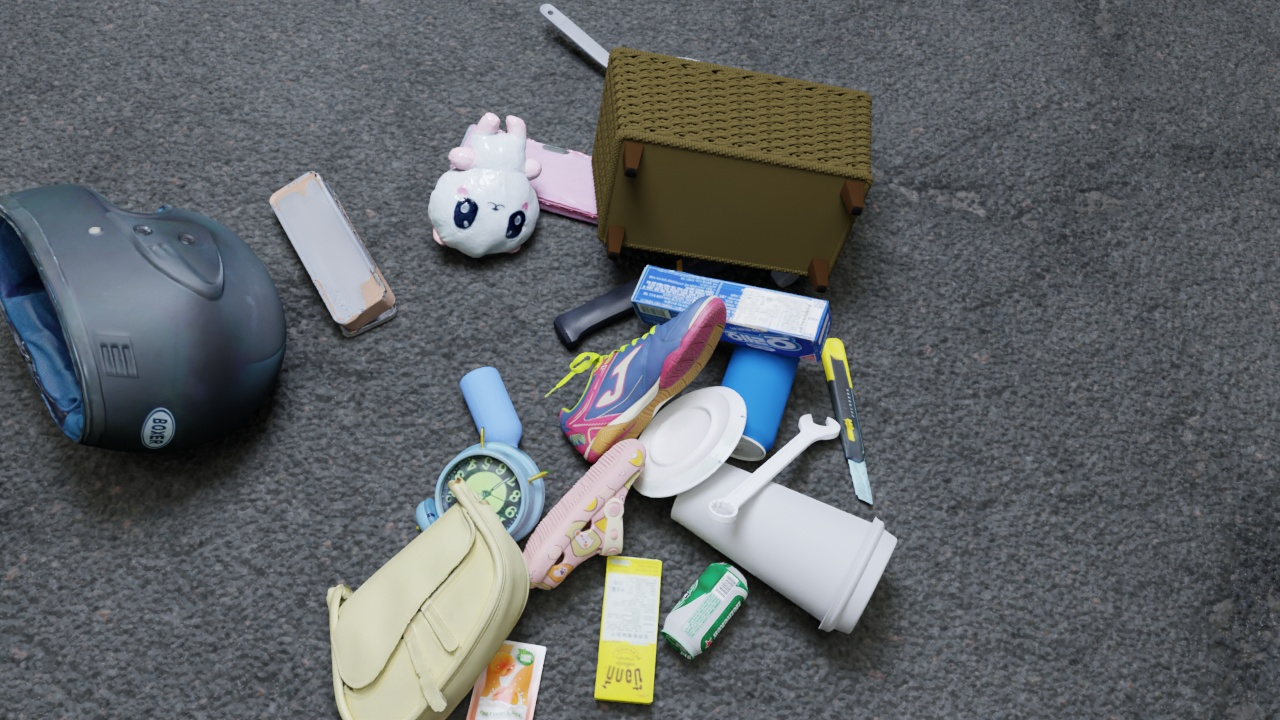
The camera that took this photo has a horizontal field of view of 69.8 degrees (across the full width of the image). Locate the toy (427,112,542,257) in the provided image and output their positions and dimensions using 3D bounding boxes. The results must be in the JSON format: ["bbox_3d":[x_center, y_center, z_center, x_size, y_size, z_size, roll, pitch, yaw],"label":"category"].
[{"bbox_3d":[-0.187,-0.215,1.134,0.138,0.180,0.101,7,26,-27],"label":"toy"}]

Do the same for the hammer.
[{"bbox_3d":[0.037,-0.095,1.159,0.312,0.035,0.139,-28,68,-15],"label":"hammer"}]

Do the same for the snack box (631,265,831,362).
[{"bbox_3d":[0.103,-0.056,1.060,0.227,0.059,0.059,13,67,24],"label":"snack box"}]

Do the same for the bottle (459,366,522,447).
[{"bbox_3d":[-0.164,0.074,1.056,0.048,0.048,0.131,-21,68,-14],"label":"bottle"}]

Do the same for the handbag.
[{"bbox_3d":[-0.214,0.252,0.913,0.233,0.088,0.191,-42,67,1],"label":"handbag"}]

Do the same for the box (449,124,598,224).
[{"bbox_3d":[-0.130,-0.244,1.213,0.233,0.037,0.098,18,64,4],"label":"box"}]

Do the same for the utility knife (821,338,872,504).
[{"bbox_3d":[0.250,0.071,1.106,0.029,0.020,0.213,-6,67,-5],"label":"utility knife"}]

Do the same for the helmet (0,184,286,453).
[{"bbox_3d":[-0.522,-0.054,0.986,0.235,0.250,0.316,-20,62,-44],"label":"helmet"}]

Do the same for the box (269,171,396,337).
[{"bbox_3d":[-0.380,-0.134,1.135,0.081,0.063,0.216,-32,70,-6],"label":"box"}]

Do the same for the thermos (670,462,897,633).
[{"bbox_3d":[0.149,0.189,0.992,0.222,0.132,0.131,27,66,16],"label":"thermos"}]

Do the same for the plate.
[{"bbox_3d":[0.048,0.086,1.024,0.014,0.157,0.156,48,64,-28],"label":"plate"}]

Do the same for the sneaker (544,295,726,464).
[{"bbox_3d":[-0.006,0.006,1.027,0.242,0.116,0.091,-48,66,16],"label":"sneaker"}]

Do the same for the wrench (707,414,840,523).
[{"bbox_3d":[0.150,0.113,1.004,0.047,0.009,0.272,24,30,27],"label":"wrench"}]

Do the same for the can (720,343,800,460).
[{"bbox_3d":[0.134,0.037,1.078,0.079,0.079,0.145,20,65,5],"label":"can"}]

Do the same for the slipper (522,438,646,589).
[{"bbox_3d":[-0.050,0.176,0.996,0.081,0.093,0.197,42,79,-11],"label":"slipper"}]

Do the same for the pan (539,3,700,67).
[{"bbox_3d":[-0.008,-0.381,1.278,0.356,0.051,0.200,40,68,13],"label":"pan"}]

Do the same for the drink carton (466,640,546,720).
[{"bbox_3d":[-0.141,0.348,0.942,0.069,0.039,0.122,10,59,0],"label":"drink carton"}]

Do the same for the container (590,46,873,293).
[{"bbox_3d":[0.104,-0.214,1.086,0.321,0.177,0.204,8,47,-6],"label":"container"}]

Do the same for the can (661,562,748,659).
[{"bbox_3d":[0.070,0.265,0.981,0.053,0.053,0.101,38,68,13],"label":"can"}]

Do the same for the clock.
[{"bbox_3d":[-0.175,0.162,0.997,0.118,0.060,0.162,30,90,9],"label":"clock"}]

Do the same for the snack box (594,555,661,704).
[{"bbox_3d":[-0.013,0.287,0.980,0.061,0.026,0.148,6,65,-1],"label":"snack box"}]
